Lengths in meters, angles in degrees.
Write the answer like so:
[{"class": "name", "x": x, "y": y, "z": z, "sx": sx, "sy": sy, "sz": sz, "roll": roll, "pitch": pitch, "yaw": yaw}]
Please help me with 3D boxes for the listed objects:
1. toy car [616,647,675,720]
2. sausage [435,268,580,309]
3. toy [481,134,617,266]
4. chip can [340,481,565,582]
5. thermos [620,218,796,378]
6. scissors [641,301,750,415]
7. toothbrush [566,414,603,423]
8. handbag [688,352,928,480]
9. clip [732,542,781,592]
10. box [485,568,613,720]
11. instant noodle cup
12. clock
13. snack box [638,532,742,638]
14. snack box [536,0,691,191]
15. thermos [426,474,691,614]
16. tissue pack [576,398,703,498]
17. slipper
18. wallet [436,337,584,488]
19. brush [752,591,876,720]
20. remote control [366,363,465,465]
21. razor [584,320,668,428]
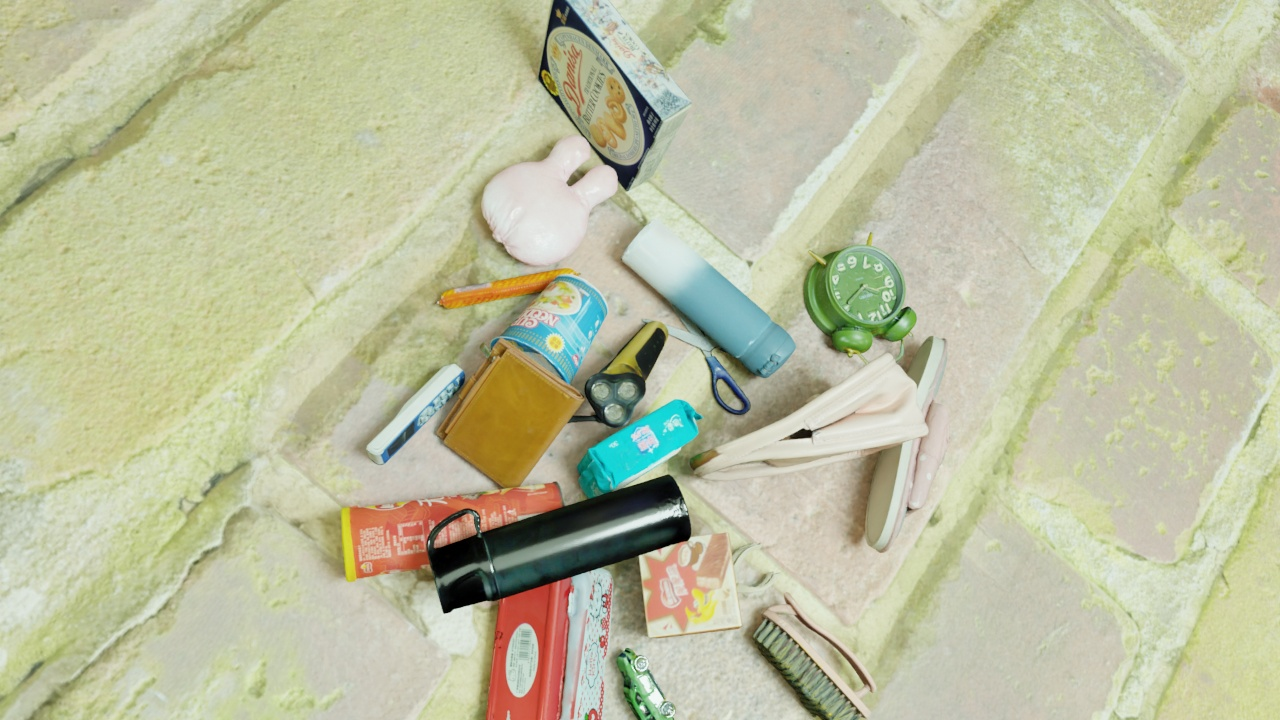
[{"class": "toy car", "x": 0.003, "y": 0.336, "z": 0.931, "sx": 0.036, "sy": 0.043, "sz": 0.091, "roll": -25, "pitch": 83, "yaw": -20}, {"class": "sausage", "x": -0.144, "y": -0.080, "z": 1.010, "sx": 0.165, "sy": 0.021, "sz": 0.021, "roll": -13, "pitch": 80, "yaw": -18}, {"class": "toy", "x": -0.100, "y": -0.180, "z": 1.030, "sx": 0.159, "sy": 0.054, "sz": 0.121, "roll": -42, "pitch": 91, "yaw": -18}, {"class": "chip can", "x": -0.183, "y": 0.166, "z": 0.908, "sx": 0.216, "sy": 0.073, "sz": 0.073, "roll": -6, "pitch": 77, "yaw": -17}, {"class": "thermos", "x": 0.079, "y": -0.067, "z": 1.039, "sx": 0.220, "sy": 0.070, "sz": 0.070, "roll": 41, "pitch": 69, "yaw": 2}, {"class": "scissors", "x": 0.089, "y": -0.013, "z": 1.063, "sx": 0.162, "sy": 0.012, "sz": 0.162, "roll": -13, "pitch": 79, "yaw": -16}, {"class": "toothbrush", "x": -0.107, "y": 0.064, "z": 0.987, "sx": 0.189, "sy": 0.017, "sz": 0.014, "roll": -3, "pitch": 77, "yaw": -15}, {"class": "handbag", "x": 0.164, "y": 0.081, "z": 0.975, "sx": 0.234, "sy": 0.193, "sz": 0.093, "roll": -18, "pitch": 79, "yaw": -9}, {"class": "clip", "x": 0.110, "y": 0.249, "z": 0.990, "sx": 0.086, "sy": 0.035, "sz": 0.104, "roll": 38, "pitch": 74, "yaw": -2}, {"class": "box", "x": -0.089, "y": 0.305, "z": 0.916, "sx": 0.095, "sy": 0.100, "sz": 0.200, "roll": -3, "pitch": 72, "yaw": 26}, {"class": "instant noodle cup", "x": -0.090, "y": -0.031, "z": 0.980, "sx": 0.099, "sy": 0.099, "sz": 0.109, "roll": 34, "pitch": 62, "yaw": -5}, {"class": "clock", "x": 0.267, "y": -0.068, "z": 1.103, "sx": 0.116, "sy": 0.056, "sz": 0.161, "roll": -18, "pitch": 82, "yaw": -18}, {"class": "snack box", "x": 0.051, "y": 0.231, "z": 0.936, "sx": 0.094, "sy": 0.077, "sz": 0.092, "roll": -8, "pitch": 73, "yaw": 4}, {"class": "snack box", "x": -0.036, "y": -0.299, "z": 1.012, "sx": 0.045, "sy": 0.178, "sz": 0.182, "roll": -38, "pitch": 87, "yaw": -18}, {"class": "thermos", "x": -0.077, "y": 0.163, "z": 0.868, "sx": 0.242, "sy": 0.068, "sz": 0.090, "roll": -14, "pitch": 100, "yaw": -15}, {"class": "tissue pack", "x": -0.001, "y": 0.094, "z": 0.967, "sx": 0.133, "sy": 0.093, "sz": 0.050, "roll": -30, "pitch": 81, "yaw": -20}, {"class": "slipper", "x": 0.316, "y": 0.095, "z": 1.047, "sx": 0.054, "sy": 0.114, "sz": 0.273, "roll": 21, "pitch": 64, "yaw": 3}, {"class": "wallet", "x": -0.141, "y": 0.053, "z": 0.935, "sx": 0.119, "sy": 0.035, "sz": 0.131, "roll": 37, "pitch": 108, "yaw": 0}, {"class": "brush", "x": 0.183, "y": 0.319, "z": 0.977, "sx": 0.073, "sy": 0.063, "sz": 0.145, "roll": -41, "pitch": 88, "yaw": -17}, {"class": "remote control", "x": -0.229, "y": 0.054, "z": 0.937, "sx": 0.024, "sy": 0.049, "sz": 0.124, "roll": 39, "pitch": 69, "yaw": 5}, {"class": "razor", "x": -0.006, "y": 0.006, "z": 0.978, "sx": 0.062, "sy": 0.068, "sz": 0.167, "roll": 58, "pitch": 33, "yaw": -16}]
